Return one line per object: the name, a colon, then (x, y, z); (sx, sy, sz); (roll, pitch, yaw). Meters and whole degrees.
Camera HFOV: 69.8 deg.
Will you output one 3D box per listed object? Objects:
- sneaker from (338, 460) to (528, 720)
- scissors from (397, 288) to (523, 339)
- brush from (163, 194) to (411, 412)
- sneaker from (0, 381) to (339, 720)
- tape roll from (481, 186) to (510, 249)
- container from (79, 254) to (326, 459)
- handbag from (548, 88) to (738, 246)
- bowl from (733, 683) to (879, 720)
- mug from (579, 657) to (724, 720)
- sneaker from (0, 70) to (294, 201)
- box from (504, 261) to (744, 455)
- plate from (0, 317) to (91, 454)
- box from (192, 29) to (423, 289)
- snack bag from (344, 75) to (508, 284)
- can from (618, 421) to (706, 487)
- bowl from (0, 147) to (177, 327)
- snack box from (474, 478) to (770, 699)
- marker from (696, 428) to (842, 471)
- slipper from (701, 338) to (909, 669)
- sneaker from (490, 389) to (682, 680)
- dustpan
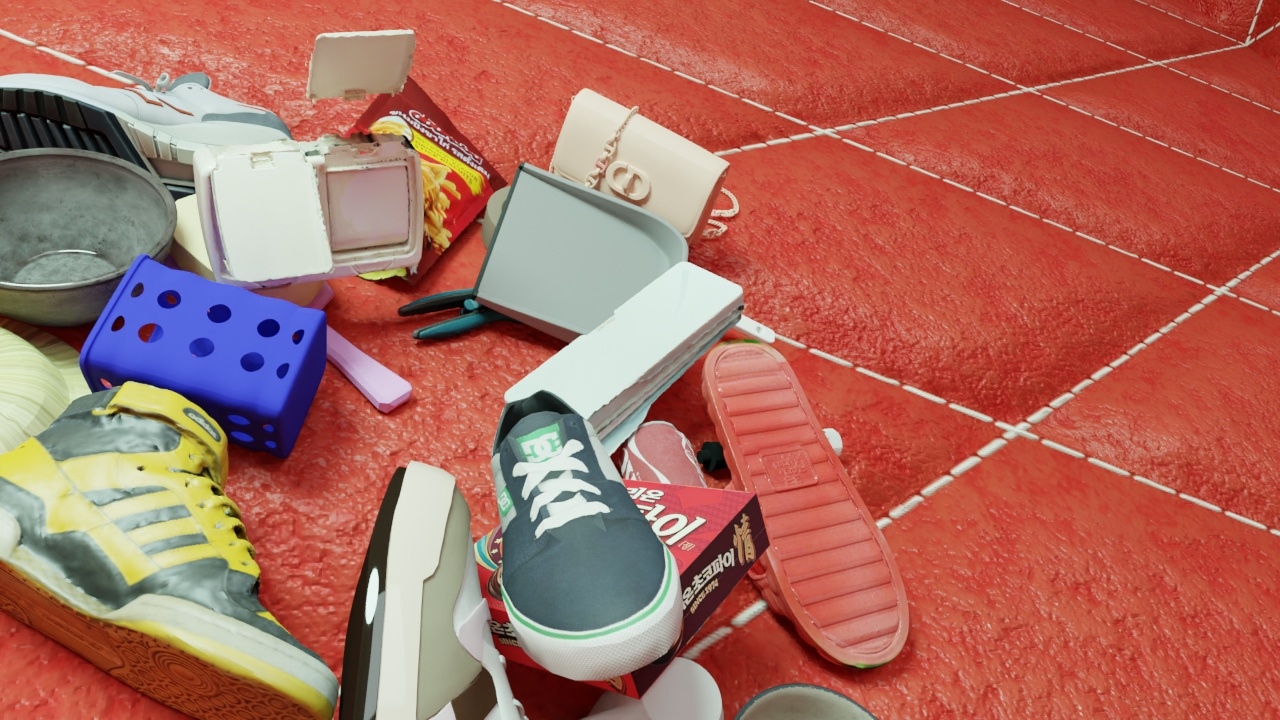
sneaker: (-0.079, 0.184, 0.428); (0.116, 0.112, 0.293); (8, 53, -19)
scissors: (-0.122, -0.039, 0.738); (0.130, 0.019, 0.134); (23, 48, -13)
brush: (-0.253, -0.046, 0.667); (0.229, 0.043, 0.089); (37, 43, 15)
sneaker: (-0.240, 0.099, 0.485); (0.238, 0.086, 0.121); (24, 45, 7)
tape roll: (-0.094, -0.117, 0.822); (0.093, 0.030, 0.093); (12, 42, -12)
container: (-0.264, 0.001, 0.573); (0.113, 0.085, 0.084); (17, 58, -9)
handbag: (0.009, -0.208, 0.897); (0.199, 0.117, 0.186); (29, 42, 7)
bowl: (0.089, 0.244, 0.500); (0.115, 0.059, 0.115); (12, 42, -12)
mug: (-0.009, 0.199, 0.481); (0.107, 0.090, 0.071); (1, 46, -23)
sneaker: (-0.385, -0.183, 0.731); (0.239, 0.089, 0.124); (12, 37, -25)
box: (-0.005, -0.001, 0.670); (0.198, 0.086, 0.072); (-40, 110, -32)
plate: (-0.415, 0.023, 0.526); (0.184, 0.036, 0.184); (12, 42, -12)
box: (-0.207, -0.123, 0.586); (0.143, 0.182, 0.081); (-14, 41, -26)
snack bag: (-0.201, -0.154, 0.786); (0.139, 0.067, 0.207); (39, 37, -14)
can: (0.019, 0.092, 0.634); (0.054, 0.054, 0.096); (1, 46, -23)
bowl: (-0.388, -0.073, 0.614); (0.145, 0.067, 0.144); (11, 44, -11)
snack box: (-0.026, 0.119, 0.530); (0.152, 0.036, 0.132); (0, 25, 39)
marker: (0.101, 0.070, 0.715); (0.125, 0.025, 0.025); (-3, 47, -26)
slipper: (0.103, 0.103, 0.657); (0.103, 0.059, 0.248); (-10, 65, -28)
sneaker: (-0.042, 0.076, 0.483); (0.084, 0.079, 0.235); (-19, 20, -9)
dustpan: (-0.001, -0.065, 0.784); (0.257, 0.033, 0.162); (25, 49, -17)
